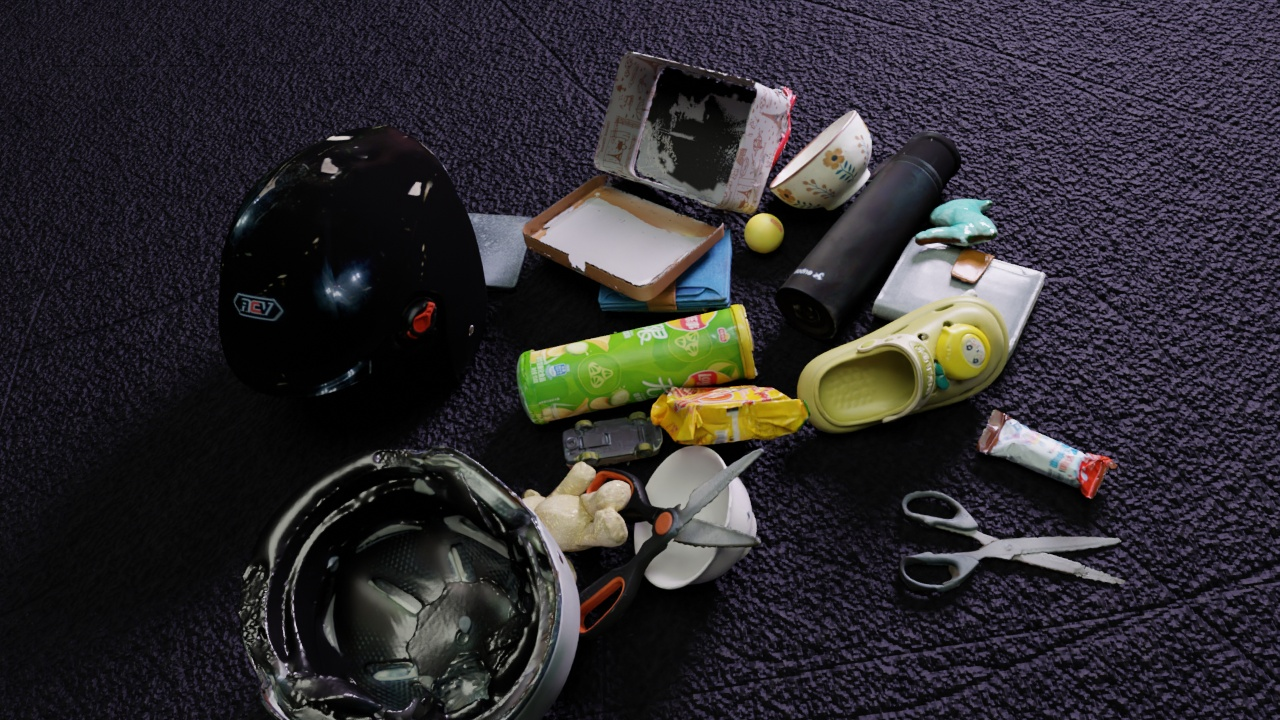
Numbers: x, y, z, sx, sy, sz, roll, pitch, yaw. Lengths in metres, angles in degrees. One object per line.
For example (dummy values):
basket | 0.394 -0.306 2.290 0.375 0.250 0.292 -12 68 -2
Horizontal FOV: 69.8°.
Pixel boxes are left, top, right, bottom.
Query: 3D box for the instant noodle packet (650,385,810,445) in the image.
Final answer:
instant noodle packet | 0.072 0.044 0.782 0.110 0.128 0.044 -8 95 -9

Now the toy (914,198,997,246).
toy | 0.309 -0.133 0.893 0.096 0.030 0.091 -11 27 2

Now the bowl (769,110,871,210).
bowl | 0.194 -0.195 0.941 0.062 0.114 0.113 45 70 -10

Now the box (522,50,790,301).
box | 0.019 -0.187 0.946 0.179 0.130 0.272 26 80 32

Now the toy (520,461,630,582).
toy | -0.060 0.132 0.754 0.158 0.066 0.105 -21 62 51

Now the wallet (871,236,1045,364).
wallet | 0.300 -0.064 0.863 0.130 0.037 0.106 23 65 24

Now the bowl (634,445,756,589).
bowl | 0.055 0.135 0.756 0.119 0.064 0.118 -33 46 41

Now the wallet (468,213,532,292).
wallet | -0.182 -0.119 1.009 0.121 0.019 0.097 4 61 13

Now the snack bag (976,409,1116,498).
snack bag | 0.338 0.079 0.767 0.105 0.026 0.045 25 68 27

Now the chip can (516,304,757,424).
chip can | -0.005 0.005 0.858 0.221 0.073 0.072 -13 56 4

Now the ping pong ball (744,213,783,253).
ping pong ball | 0.126 -0.130 0.938 0.040 0.040 0.040 -5 56 8

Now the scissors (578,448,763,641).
scissors | 0.009 0.143 0.735 0.225 0.021 0.221 -61 33 0

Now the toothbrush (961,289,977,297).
toothbrush | 0.231 -0.007 0.833 0.181 0.018 0.015 -37 67 3

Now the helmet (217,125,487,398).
helmet | -0.280 -0.090 0.879 0.234 0.231 0.273 13 38 20

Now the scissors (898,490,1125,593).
scissors | 0.288 0.154 0.739 0.165 0.014 0.163 -35 60 -14

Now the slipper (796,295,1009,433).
slipper | 0.230 0.013 0.788 0.190 0.081 0.091 -21 100 5

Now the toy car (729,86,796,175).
toy car | 0.139 -0.244 1.004 0.045 0.053 0.120 27 71 2

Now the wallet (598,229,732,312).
wallet | 0.026 -0.092 0.938 0.133 0.040 0.106 -1 53 11

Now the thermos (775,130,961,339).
thermos | 0.222 -0.128 0.911 0.242 0.068 0.090 -49 29 -22

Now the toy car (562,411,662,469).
toy car | -0.025 0.076 0.838 0.090 0.035 0.042 -10 57 -2

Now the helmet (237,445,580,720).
helmet | -0.160 0.200 0.713 0.274 0.157 0.229 16 64 33
